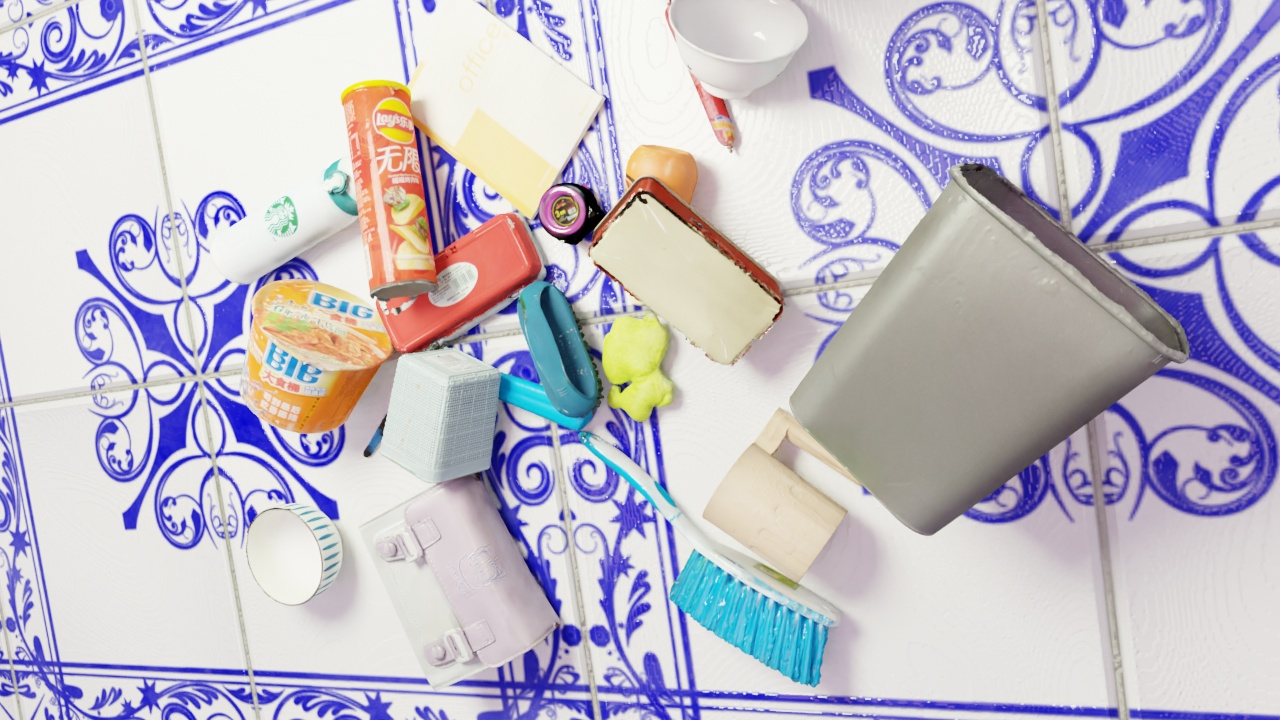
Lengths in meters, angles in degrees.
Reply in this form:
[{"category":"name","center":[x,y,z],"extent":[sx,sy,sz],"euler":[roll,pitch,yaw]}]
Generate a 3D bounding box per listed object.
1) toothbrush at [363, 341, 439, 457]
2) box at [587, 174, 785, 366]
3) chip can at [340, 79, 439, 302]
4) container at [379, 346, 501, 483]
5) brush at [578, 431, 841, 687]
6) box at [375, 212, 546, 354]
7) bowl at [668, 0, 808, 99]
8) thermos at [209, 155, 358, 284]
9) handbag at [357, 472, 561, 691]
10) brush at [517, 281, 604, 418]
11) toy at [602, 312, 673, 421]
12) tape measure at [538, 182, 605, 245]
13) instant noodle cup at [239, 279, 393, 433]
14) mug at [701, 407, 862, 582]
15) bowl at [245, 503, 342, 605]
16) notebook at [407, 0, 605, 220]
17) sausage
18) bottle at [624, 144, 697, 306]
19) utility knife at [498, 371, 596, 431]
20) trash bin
[{"category":"toothbrush","center":[-0.267,0.047,1.012],"extent":[0.014,0.016,0.190],"euler":[32,120,-13]},{"category":"box","center":[0.039,-0.074,0.804],"extent":[0.168,0.077,0.091],"euler":[38,111,-12]},{"category":"chip can","center":[-0.255,-0.172,0.931],"extent":[0.073,0.073,0.216],"euler":[-14,81,25]},{"category":"container","center":[-0.202,0.052,0.944],"extent":[0.090,0.090,0.111],"euler":[24,110,31]},{"category":"brush","center":[0.051,0.184,0.883],"extent":[0.315,0.060,0.109],"euler":[26,101,22]},{"category":"box","center":[-0.188,-0.076,0.965],"extent":[0.202,0.047,0.087],"euler":[-28,85,24]},{"category":"bowl","center":[0.080,-0.268,0.796],"extent":[0.118,0.118,0.065],"euler":[33,147,17]},{"category":"thermos","center":[-0.379,-0.158,1.017],"extent":[0.225,0.073,0.073],"euler":[-23,87,25]},{"category":"handbag","center":[-0.194,0.230,0.975],"extent":[0.145,0.098,0.197],"euler":[-30,84,19]},{"category":"brush","center":[-0.083,-0.012,0.896],"extent":[0.055,0.073,0.143],"euler":[-24,77,12]},{"category":"toy","center":[-0.005,0.005,0.894],"extent":[0.097,0.031,0.100],"euler":[-37,82,25]},{"category":"tape measure","center":[-0.069,-0.146,0.900],"extent":[0.057,0.039,0.058],"euler":[-44,83,22]},{"category":"instant noodle cup","center":[-0.357,0.001,0.993],"extent":[0.151,0.151,0.112],"euler":[40,118,15]},{"category":"mug","center":[0.133,0.121,0.828],"extent":[0.103,0.084,0.124],"euler":[35,82,15]},{"category":"bowl","center":[-0.395,0.220,1.075],"extent":[0.117,0.066,0.116],"euler":[4,99,24]},{"category":"notebook","center":[-0.148,-0.261,0.935],"extent":[0.206,0.010,0.146],"euler":[40,111,15]},{"category":"sausage","center":[0.056,-0.262,0.840],"extent":[0.020,0.020,0.156],"euler":[-24,87,24]},{"category":"bottle","center":[0.011,-0.123,0.858],"extent":[0.067,0.066,0.150],"euler":[18,110,21]},{"category":"utility knife","center":[-0.131,0.032,0.960],"extent":[0.186,0.018,0.034],"euler":[18,97,23]},{"category":"trash bin","center":[0.250,-0.006,0.699],"extent":[0.198,0.198,0.220],"euler":[46,118,14]}]
